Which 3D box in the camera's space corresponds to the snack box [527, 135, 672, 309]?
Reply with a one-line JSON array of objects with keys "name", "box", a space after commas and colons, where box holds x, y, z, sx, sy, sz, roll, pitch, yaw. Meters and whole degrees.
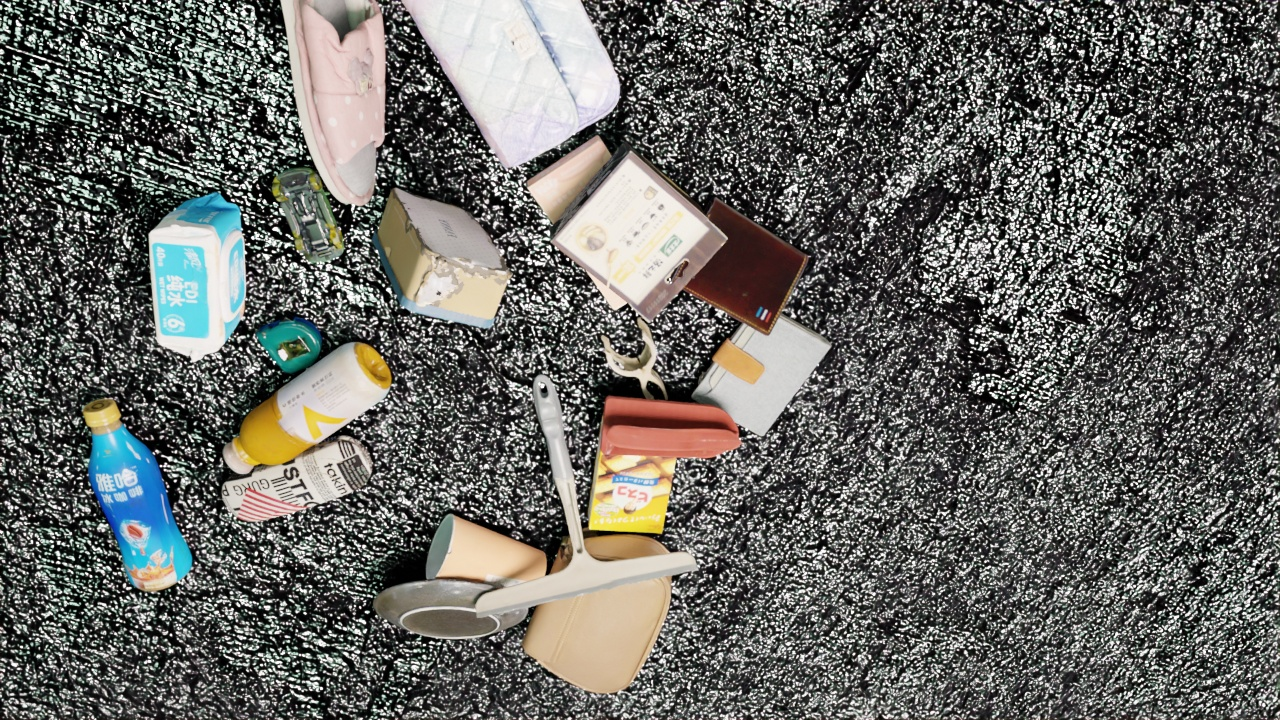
[{"name": "snack box", "box": [-0.034, -0.133, 0.904, 0.084, 0.026, 0.157, -31, 117, 9]}]

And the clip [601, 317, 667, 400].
[{"name": "clip", "box": [-0.012, 0.007, 0.978, 0.092, 0.035, 0.103, -7, 126, -7]}]

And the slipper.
[{"name": "slipper", "box": [-0.251, -0.267, 0.765, 0.054, 0.114, 0.275, -2, 112, 8]}]

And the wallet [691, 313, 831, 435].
[{"name": "wallet", "box": [0.129, 0.011, 0.993, 0.106, 0.037, 0.130, 27, 111, -20]}]

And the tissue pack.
[{"name": "tissue pack", "box": [-0.407, -0.079, 0.855, 0.063, 0.090, 0.140, 6, 116, -9]}]

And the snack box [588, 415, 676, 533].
[{"name": "snack box", "box": [-0.009, 0.131, 1.043, 0.087, 0.033, 0.141, 5, 118, -9]}]

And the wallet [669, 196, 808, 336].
[{"name": "wallet", "box": [0.101, -0.094, 0.930, 0.122, 0.020, 0.096, 28, 88, -18]}]

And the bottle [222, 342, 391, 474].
[{"name": "bottle", "box": [-0.346, 0.054, 0.943, 0.190, 0.068, 0.068, -33, 116, 11]}]

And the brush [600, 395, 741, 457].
[{"name": "brush", "box": [0.033, 0.074, 0.965, 0.145, 0.069, 0.063, 4, 105, -9]}]

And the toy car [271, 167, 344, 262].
[{"name": "toy car", "box": [-0.311, -0.138, 0.864, 0.043, 0.036, 0.091, -13, 119, 1]}]

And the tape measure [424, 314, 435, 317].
[{"name": "tape measure", "box": [-0.207, -0.069, 0.901, 0.058, 0.057, 0.039, 40, 110, 1]}]

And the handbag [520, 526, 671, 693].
[{"name": "handbag", "box": [-0.047, 0.291, 1.089, 0.147, 0.099, 0.205, 19, 114, -8]}]

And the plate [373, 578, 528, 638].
[{"name": "plate", "box": [-0.220, 0.296, 1.064, 0.179, 0.024, 0.180, -1, 144, -1]}]

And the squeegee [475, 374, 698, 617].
[{"name": "squeegee", "box": [-0.084, 0.135, 1.006, 0.246, 0.039, 0.246, -12, 95, -2]}]

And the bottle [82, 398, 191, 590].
[{"name": "bottle", "box": [-0.536, 0.141, 0.970, 0.065, 0.065, 0.219, -5, 117, -4]}]

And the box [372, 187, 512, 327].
[{"name": "box", "box": [-0.183, -0.098, 0.828, 0.089, 0.184, 0.060, 14, 109, -30]}]

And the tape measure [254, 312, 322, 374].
[{"name": "tape measure", "box": [-0.353, -0.017, 0.930, 0.054, 0.025, 0.058, -24, 118, 7]}]

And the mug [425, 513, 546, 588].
[{"name": "mug", "box": [-0.175, 0.232, 1.055, 0.122, 0.078, 0.078, 22, 113, -21]}]

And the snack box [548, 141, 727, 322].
[{"name": "snack box", "box": [-0.003, -0.120, 0.868, 0.125, 0.053, 0.113, 37, 107, -24]}]

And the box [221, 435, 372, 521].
[{"name": "box", "box": [-0.371, 0.131, 0.989, 0.164, 0.057, 0.071, -21, 135, 5]}]

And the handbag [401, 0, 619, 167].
[{"name": "handbag", "box": [-0.111, -0.280, 0.791, 0.134, 0.075, 0.194, -27, 116, 8]}]
